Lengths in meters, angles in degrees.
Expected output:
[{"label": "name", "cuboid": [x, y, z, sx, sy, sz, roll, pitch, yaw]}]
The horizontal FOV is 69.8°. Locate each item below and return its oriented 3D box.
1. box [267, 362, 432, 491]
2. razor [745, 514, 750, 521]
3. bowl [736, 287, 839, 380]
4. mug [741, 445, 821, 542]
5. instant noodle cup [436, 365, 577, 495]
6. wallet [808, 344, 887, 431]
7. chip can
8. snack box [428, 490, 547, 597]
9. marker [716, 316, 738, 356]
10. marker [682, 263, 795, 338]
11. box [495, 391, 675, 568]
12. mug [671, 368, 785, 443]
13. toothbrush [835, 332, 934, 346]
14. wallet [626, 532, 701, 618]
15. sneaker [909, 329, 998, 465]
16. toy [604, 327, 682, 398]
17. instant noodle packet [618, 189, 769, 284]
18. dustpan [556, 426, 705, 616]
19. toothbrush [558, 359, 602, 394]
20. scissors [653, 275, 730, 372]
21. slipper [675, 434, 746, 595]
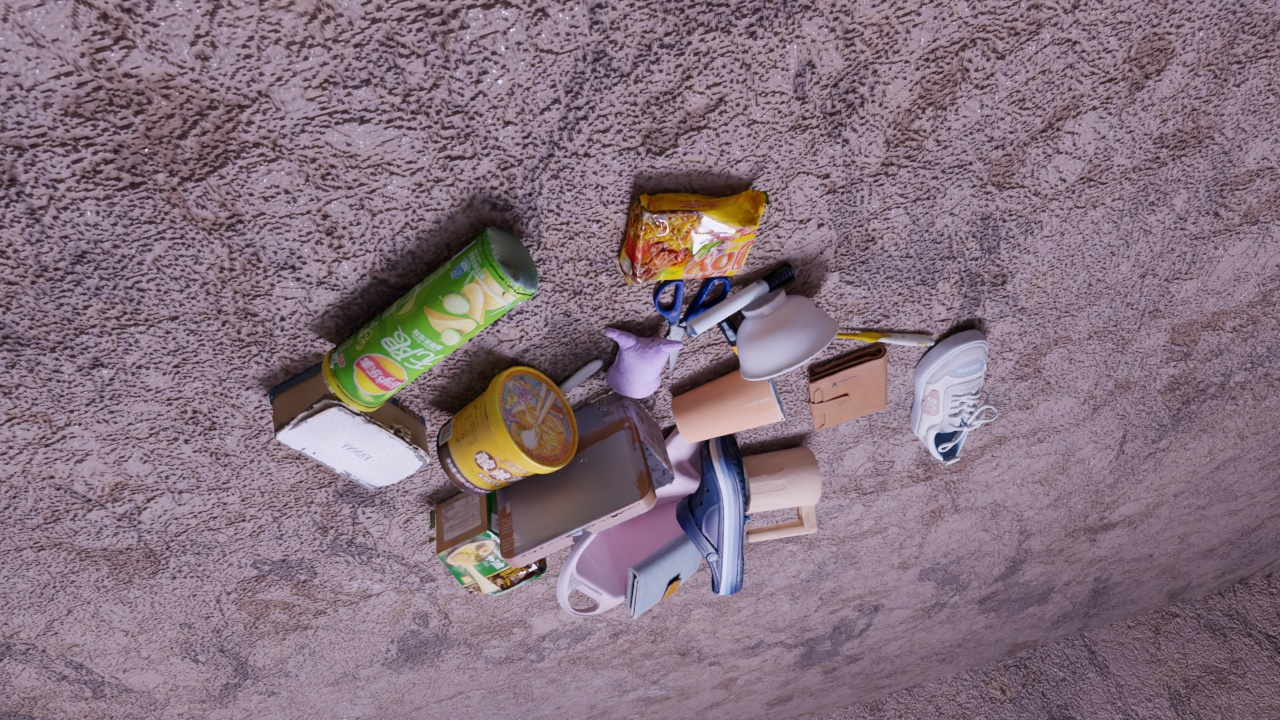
[{"label": "box", "cuboid": [-0.300, 0.069, 0.950, 0.090, 0.059, 0.184, -26, 143, 9]}, {"label": "razor", "cuboid": [0.093, 0.231, 1.385, 0.142, 0.022, 0.043, -1, -174, -18]}, {"label": "bowl", "cuboid": [0.144, -0.038, 0.978, 0.118, 0.118, 0.065, -28, 107, 14]}, {"label": "mug", "cuboid": [0.191, 0.188, 1.284, 0.103, 0.124, 0.084, -7, -177, -14]}, {"label": "instant noodle cup", "cuboid": [-0.149, 0.082, 0.989, 0.115, 0.118, 0.118, -29, 145, 30]}, {"label": "wallet", "cuboid": [0.268, 0.038, 1.186, 0.108, 0.031, 0.132, -20, 144, 1]}, {"label": "chip can", "cuboid": [-0.190, -0.036, 0.836, 0.222, 0.072, 0.072, -33, 143, 21]}, {"label": "snack box", "cuboid": [-0.197, 0.223, 1.171, 0.118, 0.118, 0.105, -27, 135, 13]}, {"label": "marker", "cuboid": [0.105, -0.026, 1.026, 0.018, 0.015, 0.124, -28, 149, 9]}, {"label": "marker", "cuboid": [0.104, -0.061, 0.961, 0.131, 0.022, 0.018, -32, 166, 2]}, {"label": "box", "cuboid": [-0.053, 0.155, 1.070, 0.180, 0.226, 0.156, -26, 128, 8]}, {"label": "mug", "cuboid": [0.103, 0.053, 1.096, 0.123, 0.078, 0.078, -19, 146, 11]}, {"label": "toothbrush", "cuboid": [0.283, -0.026, 1.115, 0.191, 0.016, 0.018, 2, 152, -26]}, {"label": "wallet", "cuboid": [0.038, 0.301, 1.300, 0.129, 0.037, 0.107, -27, 138, -33]}, {"label": "sneaker", "cuboid": [0.419, 0.059, 1.228, 0.089, 0.090, 0.243, -16, 145, -5]}, {"label": "toy", "cuboid": [-0.006, 0.006, 1.007, 0.084, 0.038, 0.108, 14, 144, -4]}, {"label": "instant noodle packet", "cuboid": [0.049, -0.114, 0.862, 0.128, 0.044, 0.111, -6, 148, -17]}, {"label": "dustpan", "cuboid": [0.009, 0.233, 1.243, 0.274, 0.138, 0.222, -26, 145, 12]}, {"label": "toothbrush", "cuboid": [-0.112, 0.048, 1.042, 0.180, 0.016, 0.016, -36, 144, 21]}, {"label": "scissors", "cuboid": [0.050, -0.039, 0.995, 0.141, 0.012, 0.171, -23, 147, 7]}, {"label": "slipper", "cuboid": [0.095, 0.207, 1.236, 0.095, 0.105, 0.253, -4, 119, 2]}]
